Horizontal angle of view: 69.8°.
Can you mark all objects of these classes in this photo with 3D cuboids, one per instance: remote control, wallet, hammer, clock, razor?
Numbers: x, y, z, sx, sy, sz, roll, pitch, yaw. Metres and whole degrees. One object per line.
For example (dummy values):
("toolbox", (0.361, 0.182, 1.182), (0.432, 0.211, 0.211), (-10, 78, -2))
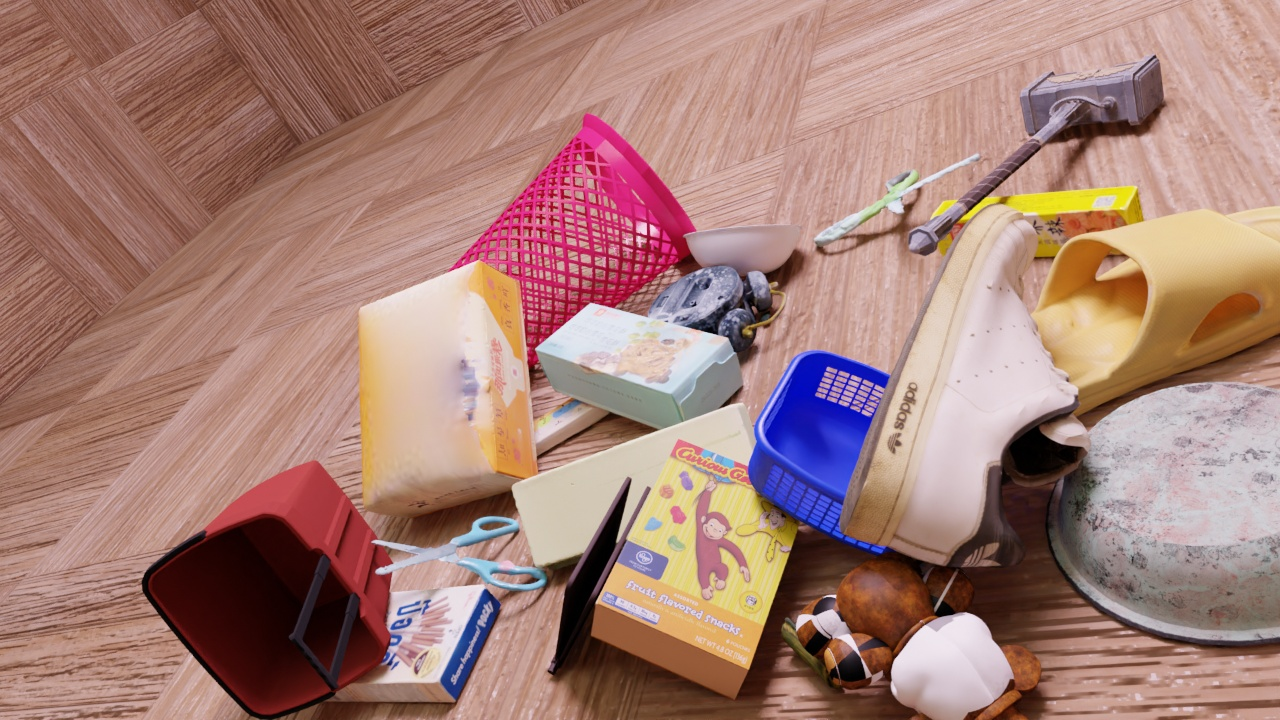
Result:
("remote control", (-0.080, 0.062, 0.820), (0.126, 0.018, 0.038), (-31, 29, 6))
("wallet", (-0.028, 0.137, 0.578), (0.018, 0.116, 0.091), (25, 50, 7))
("hammer", (0.293, -0.157, 0.710), (0.321, 0.044, 0.099), (-37, 27, -33))
("clock", (0.066, -0.042, 0.802), (0.130, 0.052, 0.090), (-8, 36, 38))
("razor", (0.131, 0.132, 0.503), (0.105, 0.026, 0.042), (-34, 26, -12))

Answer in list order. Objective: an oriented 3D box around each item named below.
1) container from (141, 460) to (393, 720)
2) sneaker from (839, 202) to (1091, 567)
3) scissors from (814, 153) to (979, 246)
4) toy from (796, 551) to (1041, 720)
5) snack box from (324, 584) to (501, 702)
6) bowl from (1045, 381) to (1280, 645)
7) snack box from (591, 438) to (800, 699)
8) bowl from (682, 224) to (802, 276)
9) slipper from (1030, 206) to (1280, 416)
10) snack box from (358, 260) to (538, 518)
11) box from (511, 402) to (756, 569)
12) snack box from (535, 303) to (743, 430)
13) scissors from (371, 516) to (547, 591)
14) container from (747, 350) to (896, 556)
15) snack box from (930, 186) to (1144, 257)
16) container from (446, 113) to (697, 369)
("container", (-0.247, 0.169, 0.622), (0.127, 0.148, 0.200), (-28, 19, 6))
("sneaker", (0.192, 0.009, 0.490), (0.102, 0.089, 0.240), (23, 57, 18))
("scissors", (0.218, -0.137, 0.806), (0.169, 0.023, 0.171), (-26, 9, 21))
("toy", (0.136, 0.141, 0.435), (0.087, 0.067, 0.112), (-29, 57, -18))
("snack box", (-0.179, 0.209, 0.676), (0.150, 0.026, 0.081), (-12, 33, 31))
("bowl", (0.278, 0.062, 0.450), (0.158, 0.038, 0.157), (-24, 30, 14))
("snack box", (0.038, 0.119, 0.544), (0.088, 0.040, 0.125), (21, 48, 11))
("bowl", (0.096, -0.099, 0.852), (0.110, 0.040, 0.110), (-4, 2, 0))
("slipper", (0.286, -0.035, 0.555), (0.263, 0.078, 0.099), (-29, 28, 8))
("snack box", (-0.176, 0.026, 0.806), (0.145, 0.080, 0.195), (-18, 67, 24))
("box", (0.005, 0.095, 0.652), (0.188, 0.089, 0.077), (-20, 61, 19))
("snack box", (-0.005, 0.005, 0.772), (0.175, 0.053, 0.074), (18, 49, 43))
("scissors", (-0.132, 0.141, 0.696), (0.136, 0.015, 0.125), (14, 18, 3))
("container", (0.125, 0.058, 0.541), (0.114, 0.058, 0.096), (27, 54, 13))
("snack box", (0.294, -0.101, 0.687), (0.148, 0.040, 0.028), (4, 44, 48))
("container", (-0.081, -0.106, 0.939), (0.225, 0.183, 0.183), (-41, 29, -2))
